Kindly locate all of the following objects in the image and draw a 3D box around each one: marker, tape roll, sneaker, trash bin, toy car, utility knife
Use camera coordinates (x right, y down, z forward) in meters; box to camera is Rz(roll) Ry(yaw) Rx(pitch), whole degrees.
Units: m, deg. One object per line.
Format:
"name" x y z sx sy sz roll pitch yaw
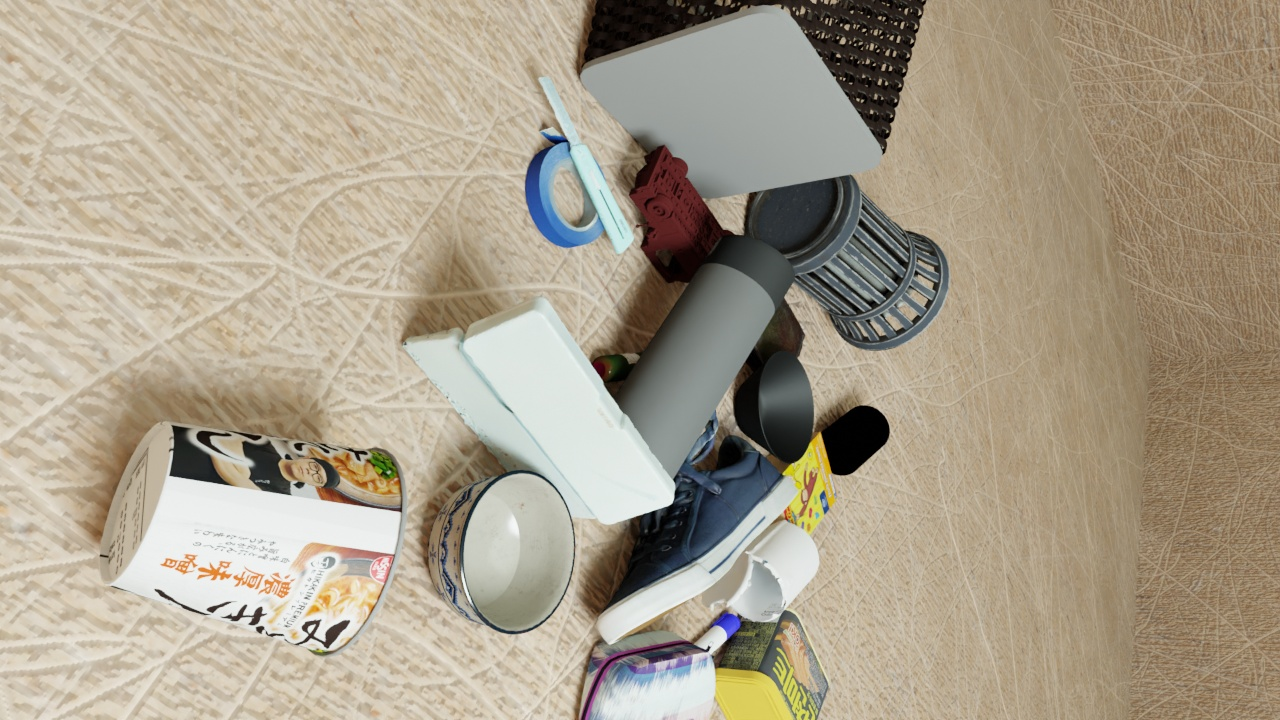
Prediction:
"marker" 0.055 0.288 0.900 0.141 0.020 0.020 -22 102 -52
"tape roll" -0.063 -0.146 0.811 0.091 0.016 0.093 31 61 -46
"sneaker" 0.039 0.145 0.855 0.127 0.121 0.293 51 39 5
"trash bin" 0.242 -0.129 1.095 0.227 0.165 0.164 28 63 -43
"toy car" 0.041 -0.127 0.906 0.170 0.062 0.070 48 49 -37
"utility knife" -0.048 -0.171 0.807 0.022 0.015 0.168 -34 114 -15

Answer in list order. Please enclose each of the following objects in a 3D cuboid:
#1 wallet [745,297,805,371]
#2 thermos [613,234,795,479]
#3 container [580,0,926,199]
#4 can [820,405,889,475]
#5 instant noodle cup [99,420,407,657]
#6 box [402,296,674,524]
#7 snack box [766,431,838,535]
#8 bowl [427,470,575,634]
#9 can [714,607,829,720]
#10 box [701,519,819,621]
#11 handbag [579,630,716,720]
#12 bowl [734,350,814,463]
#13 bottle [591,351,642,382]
"wallet" 0.152 -0.027 1.067 0.120 0.031 0.099 49 52 -40
"thermos" 0.047 0.000 0.826 0.082 0.082 0.240 48 66 -37
"container" 0.112 -0.330 0.884 0.247 0.246 0.243 36 61 -44
"can" 0.272 0.100 1.174 0.113 0.063 0.063 -24 104 -51
"instant noodle cup" -0.215 0.092 0.506 0.121 0.124 0.123 25 65 -38
"box" -0.073 0.049 0.670 0.197 0.136 0.043 58 34 -30
"snack box" 0.176 0.150 1.059 0.125 0.040 0.088 -35 112 -49
"bowl" -0.108 0.139 0.675 0.115 0.059 0.115 11 76 -51
"can" 0.138 0.337 0.959 0.100 0.073 0.131 -52 125 -46
"box" 0.119 0.221 0.944 0.160 0.081 0.092 -28 92 -56
"handbag" 0.008 0.331 0.798 0.144 0.068 0.170 1 92 -36
"bowl" 0.140 0.053 1.017 0.124 0.053 0.124 11 76 -51
"bottle" -0.005 0.005 0.858 0.105 0.025 0.025 -6 89 -53
